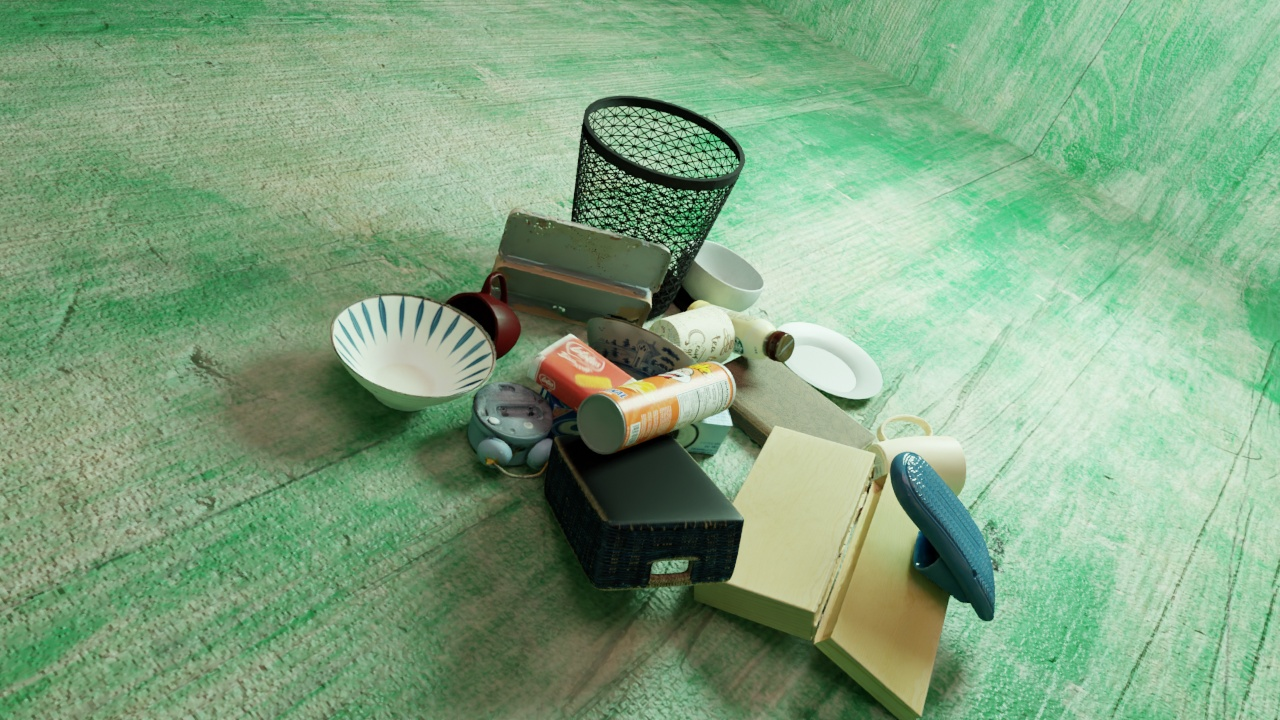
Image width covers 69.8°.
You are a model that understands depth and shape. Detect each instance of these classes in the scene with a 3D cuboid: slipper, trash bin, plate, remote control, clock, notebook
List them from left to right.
[{"bbox_3d":[-0.139,0.078,0.989,0.088,0.052,0.124,3,40,-29],"label":"clock"},{"bbox_3d":[0.001,-0.200,1.261,0.217,0.244,0.216,12,39,-10],"label":"trash bin"},{"bbox_3d":[0.046,-0.112,1.387,0.039,0.010,0.124,-6,45,-36],"label":"remote control"},{"bbox_3d":[0.179,0.078,1.185,0.215,0.035,0.189,41,39,24],"label":"notebook"},{"bbox_3d":[0.273,0.005,1.352,0.172,0.019,0.172,15,35,-11],"label":"plate"},{"bbox_3d":[0.319,0.186,0.977,0.214,0.059,0.103,53,35,-16],"label":"slipper"}]

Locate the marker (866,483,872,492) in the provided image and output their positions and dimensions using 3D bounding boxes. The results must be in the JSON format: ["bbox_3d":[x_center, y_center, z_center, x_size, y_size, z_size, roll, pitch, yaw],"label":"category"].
[{"bbox_3d":[0.281,0.158,1.113,0.123,0.018,0.015,-5,6,-1],"label":"marker"}]

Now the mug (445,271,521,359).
[{"bbox_3d":[-0.179,-0.050,1.098,0.087,0.114,0.088,19,10,23],"label":"mug"}]

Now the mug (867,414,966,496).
[{"bbox_3d":[0.341,0.122,1.165,0.104,0.085,0.111,1,65,-13],"label":"mug"}]

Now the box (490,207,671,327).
[{"bbox_3d":[-0.081,-0.110,1.191,0.216,0.149,0.042,13,49,-13],"label":"box"}]

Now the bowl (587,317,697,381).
[{"bbox_3d":[-0.007,0.007,1.123,0.151,0.151,0.056,25,76,3],"label":"bowl"}]

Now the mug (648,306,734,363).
[{"bbox_3d":[0.048,-0.031,1.221,0.122,0.081,0.097,9,12,44],"label":"mug"}]

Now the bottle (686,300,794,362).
[{"bbox_3d":[0.133,-0.037,1.246,0.056,0.056,0.162,-16,27,-42],"label":"bottle"}]

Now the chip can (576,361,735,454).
[{"bbox_3d":[0.022,0.047,0.987,0.062,0.062,0.209,41,30,24],"label":"chip can"}]

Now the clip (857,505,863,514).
[{"bbox_3d":[0.275,0.180,1.117,0.035,0.022,0.057,33,30,18],"label":"clip"}]

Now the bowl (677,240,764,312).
[{"bbox_3d":[0.114,-0.118,1.380,0.131,0.064,0.131,22,30,-14],"label":"bowl"}]

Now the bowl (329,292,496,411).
[{"bbox_3d":[-0.253,0.006,1.004,0.177,0.071,0.177,16,35,-11],"label":"bowl"}]

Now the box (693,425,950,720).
[{"bbox_3d":[0.212,0.206,0.973,0.261,0.097,0.246,33,44,4],"label":"box"}]

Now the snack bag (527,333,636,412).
[{"bbox_3d":[-0.060,0.023,1.021,0.116,0.036,0.076,35,39,16],"label":"snack bag"}]

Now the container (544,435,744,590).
[{"bbox_3d":[-0.002,0.142,0.909,0.145,0.071,0.187,2,21,-23],"label":"container"}]

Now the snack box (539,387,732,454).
[{"bbox_3d":[-0.006,0.065,1.079,0.226,0.060,0.059,8,41,-20],"label":"snack box"}]
